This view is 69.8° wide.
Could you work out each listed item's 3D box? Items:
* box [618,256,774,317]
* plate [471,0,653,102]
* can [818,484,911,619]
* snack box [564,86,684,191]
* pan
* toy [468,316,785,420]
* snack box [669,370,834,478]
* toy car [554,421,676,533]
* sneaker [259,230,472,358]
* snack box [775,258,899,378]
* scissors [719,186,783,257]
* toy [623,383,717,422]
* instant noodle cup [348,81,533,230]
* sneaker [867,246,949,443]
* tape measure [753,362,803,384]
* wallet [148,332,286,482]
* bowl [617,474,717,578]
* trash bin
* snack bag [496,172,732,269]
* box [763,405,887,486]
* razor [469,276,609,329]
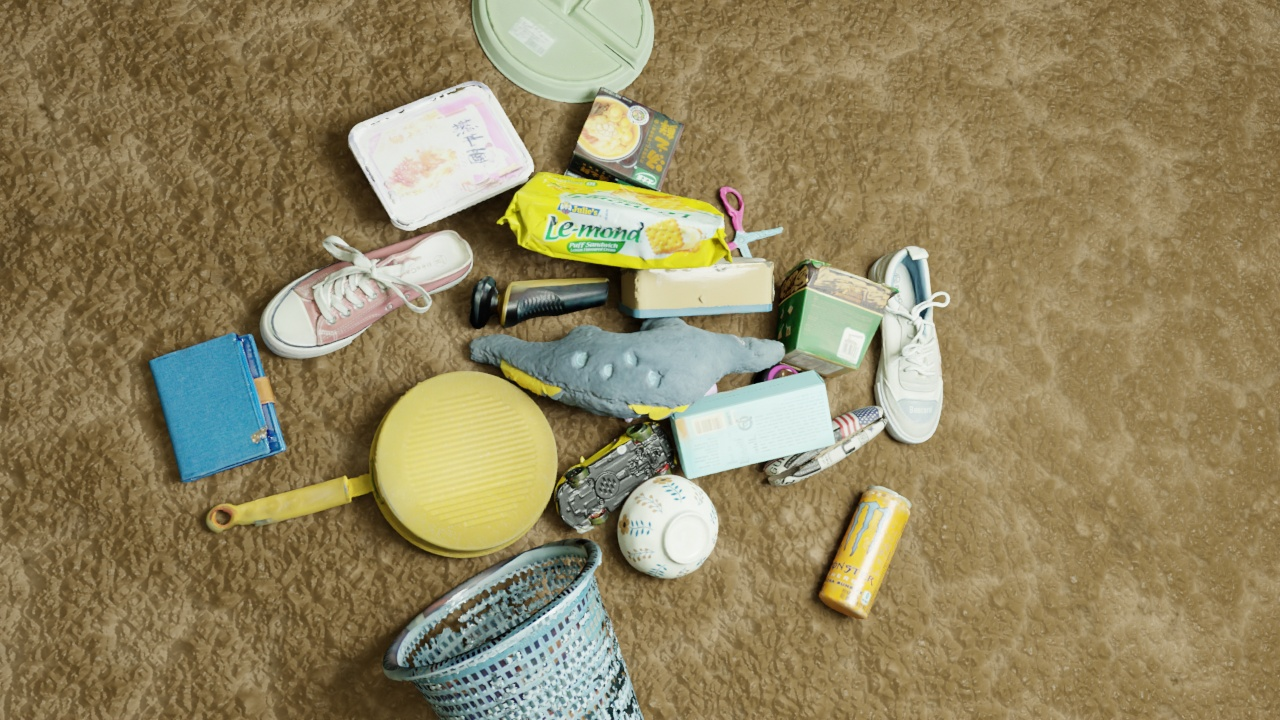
[{"bbox_3d":[0.057,-0.085,1.054,0.184,0.090,0.062,-5,102,-12],"label":"box"},{"bbox_3d":[-0.092,-0.429,1.134,0.230,0.027,0.230,3,76,-13],"label":"plate"},{"bbox_3d":[0.259,0.220,1.055,0.058,0.058,0.145,30,72,-6],"label":"can"},{"bbox_3d":[-0.021,-0.246,1.101,0.113,0.053,0.125,22,68,-8],"label":"snack box"},{"bbox_3d":[-0.262,0.124,0.956,0.356,0.078,0.197,-10,77,-22],"label":"pan"},{"bbox_3d":[-0.006,0.006,0.993,0.356,0.137,0.091,-1,118,-8],"label":"toy"},{"bbox_3d":[0.123,0.071,1.021,0.175,0.051,0.074,-13,109,0],"label":"snack box"},{"bbox_3d":[-0.029,0.125,1.009,0.155,0.041,0.071,-33,110,-20],"label":"toy car"},{"bbox_3d":[-0.287,-0.081,0.973,0.240,0.088,0.118,-27,85,-19],"label":"sneaker"},{"bbox_3d":[0.219,-0.042,1.078,0.118,0.118,0.105,17,78,-7],"label":"snack box"},{"bbox_3d":[0.119,-0.152,1.129,0.133,0.017,0.133,-17,82,-22],"label":"scissors"},{"bbox_3d":[0.037,0.039,1.052,0.108,0.039,0.083,12,78,-7],"label":"toy"},{"bbox_3d":[-0.224,-0.223,1.034,0.173,0.060,0.138,-28,81,-20],"label":"instant noodle cup"},{"bbox_3d":[0.334,-0.022,1.113,0.089,0.091,0.242,-1,78,-13],"label":"sneaker"},{"bbox_3d":[0.164,0.031,1.085,0.057,0.039,0.057,22,73,-9],"label":"tape measure"},{"bbox_3d":[-0.430,0.046,0.935,0.106,0.040,0.133,-19,83,-9],"label":"wallet"},{"bbox_3d":[0.039,0.185,0.990,0.113,0.062,0.113,-3,97,-25],"label":"bowl"},{"bbox_3d":[-0.101,0.312,0.879,0.226,0.227,0.195,-28,98,-18],"label":"trash bin"},{"bbox_3d":[-0.022,-0.150,1.011,0.246,0.157,0.068,9,110,0],"label":"snack bag"},{"bbox_3d":[0.219,0.104,1.071,0.164,0.072,0.060,-28,110,-15],"label":"box"},{"bbox_3d":[-0.113,-0.073,1.038,0.167,0.062,0.067,-8,48,-21],"label":"razor"}]
